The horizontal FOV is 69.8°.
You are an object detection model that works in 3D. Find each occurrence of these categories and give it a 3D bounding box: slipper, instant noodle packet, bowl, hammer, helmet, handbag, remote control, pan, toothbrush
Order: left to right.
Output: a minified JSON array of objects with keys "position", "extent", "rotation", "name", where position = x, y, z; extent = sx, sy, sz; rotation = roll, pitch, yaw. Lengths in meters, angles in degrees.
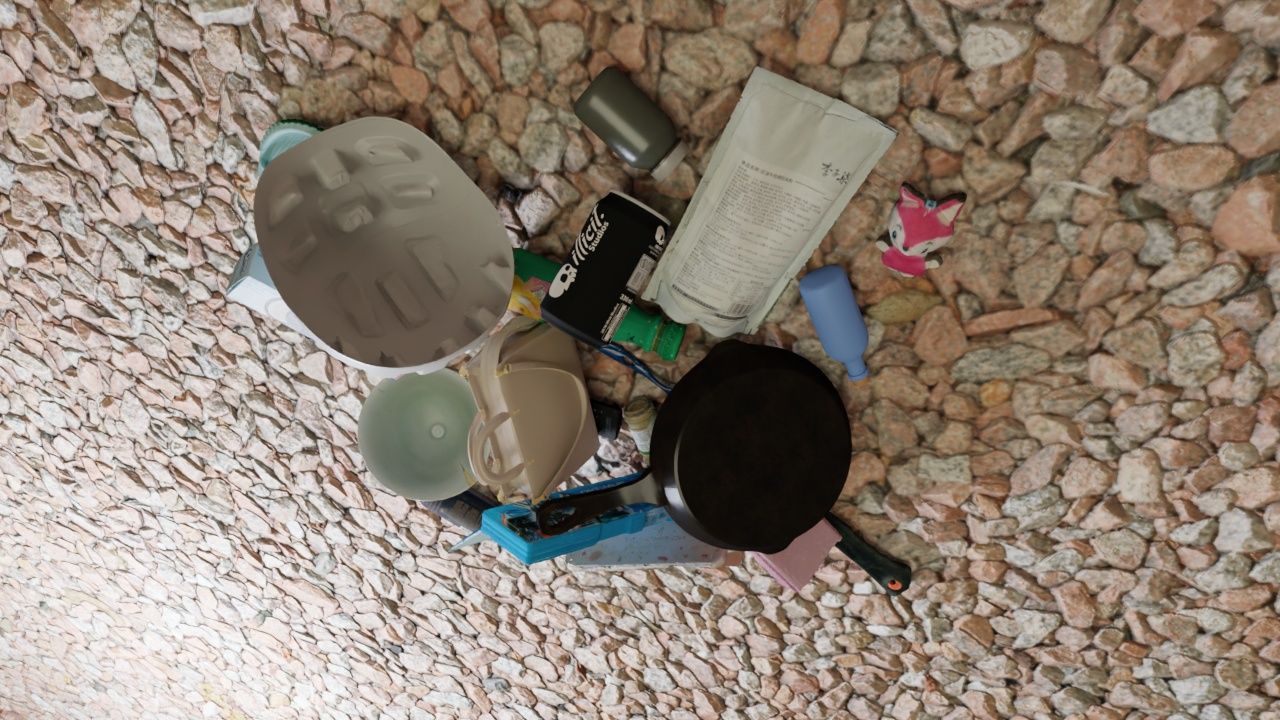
[{"position":[-0.392,-0.145,1.065],"extent":[0.116,0.069,0.277],"rotation":[16,129,13],"name":"slipper"},{"position":[-0.249,-0.101,0.931],"extent":[0.282,0.224,0.184],"rotation":[42,162,30],"name":"helmet"},{"position":[-0.270,0.093,1.183],"extent":[0.174,0.068,0.174],"rotation":[0,87,2],"name":"bowl"},{"position":[-0.134,0.064,1.015],"extent":[0.101,0.197,0.195],"rotation":[-2,114,25],"name":"handbag"},{"position":[-0.090,0.057,1.125],"extent":[0.140,0.021,0.045],"rotation":[15,120,15],"name":"remote control"},{"position":[-0.006,0.006,1.061],"extent":[0.132,0.016,0.021],"rotation":[33,128,-1],"name":"toothbrush"},{"position":[0.064,0.118,0.962],"extent":[0.355,0.043,0.249],"rotation":[-17,103,-9],"name":"pan"},{"position":[0.113,-0.140,0.890],"extent":[0.146,0.057,0.270],"rotation":[18,128,-15],"name":"instant noodle packet"},{"position":[0.197,0.176,1.097],"extent":[0.333,0.033,0.133],"rotation":[38,127,-9],"name":"hammer"}]

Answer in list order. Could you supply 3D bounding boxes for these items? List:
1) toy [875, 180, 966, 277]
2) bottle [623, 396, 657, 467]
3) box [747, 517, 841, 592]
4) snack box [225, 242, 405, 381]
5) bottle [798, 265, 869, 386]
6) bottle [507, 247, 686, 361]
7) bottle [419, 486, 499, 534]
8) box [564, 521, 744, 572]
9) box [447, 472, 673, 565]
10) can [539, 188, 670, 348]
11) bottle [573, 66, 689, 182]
[{"position":[0.258,-0.114,0.855],"extent":[0.065,0.050,0.103],"rotation":[15,133,4],"name":"toy"},{"position":[0.014,0.096,1.101],"extent":[0.043,0.042,0.110],"rotation":[-10,119,26],"name":"bottle"},{"position":[0.115,0.156,1.063],"extent":[0.232,0.099,0.099],"rotation":[43,164,-16],"name":"box"},{"position":[-0.361,-0.054,1.072],"extent":[0.059,0.059,0.226],"rotation":[-28,134,34],"name":"snack box"},{"position":[0.205,-0.030,0.933],"extent":[0.048,0.047,0.131],"rotation":[-13,119,28],"name":"bottle"},{"position":[-0.053,-0.056,0.998],"extent":[0.210,0.067,0.068],"rotation":[22,129,5],"name":"bottle"},{"position":[-0.270,0.185,1.261],"extent":[0.161,0.056,0.056],"rotation":[32,129,-4],"name":"bottle"},{"position":[0.023,0.240,1.182],"extent":[0.217,0.094,0.108],"rotation":[-6,147,24],"name":"box"},{"position":[-0.086,0.178,1.086],"extent":[0.175,0.243,0.063],"rotation":[-7,90,46],"name":"box"},{"position":[-0.035,-0.091,0.920],"extent":[0.080,0.080,0.146],"rotation":[29,94,-1],"name":"can"},{"position":[-0.007,-0.222,0.868],"extent":[0.108,0.060,0.060],"rotation":[41,128,-11],"name":"bottle"}]
